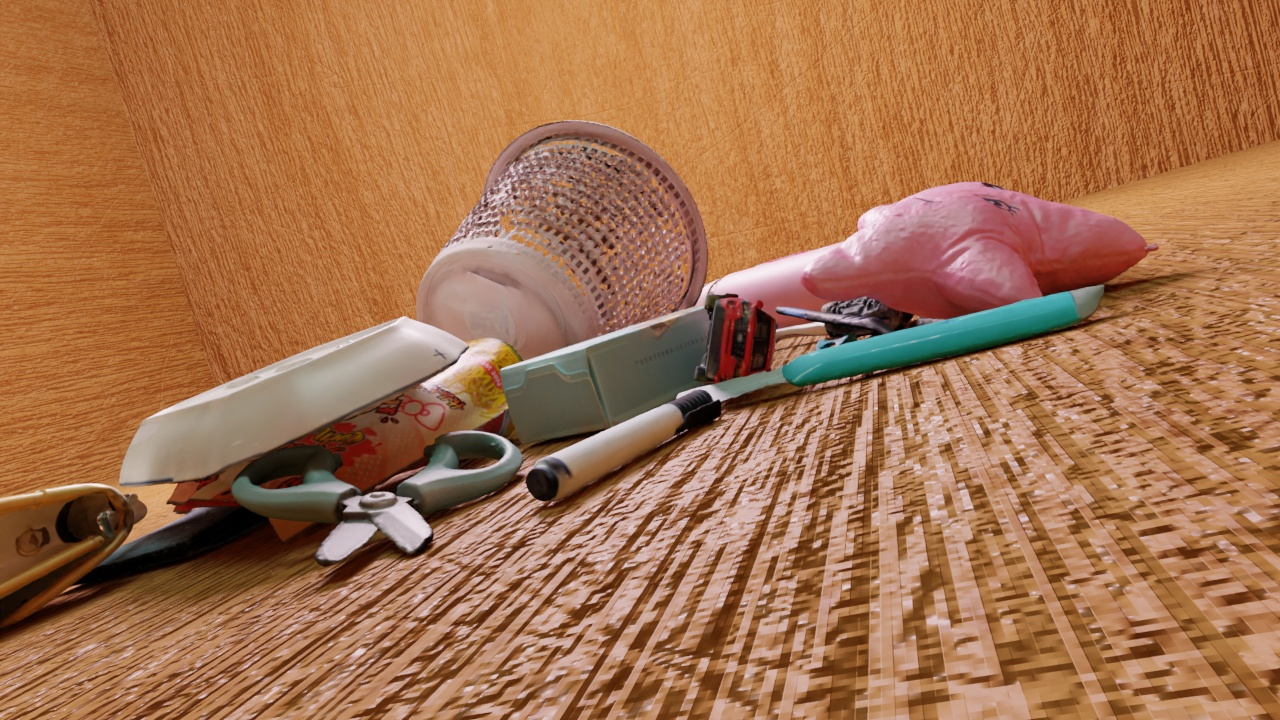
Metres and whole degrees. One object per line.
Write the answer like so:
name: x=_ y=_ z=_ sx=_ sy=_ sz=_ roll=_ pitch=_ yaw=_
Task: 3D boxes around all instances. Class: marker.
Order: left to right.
marker: x=-0.002 y=0.034 z=0.402 sx=0.023 sy=0.018 sz=0.130 roll=-3 pitch=10 yaw=33

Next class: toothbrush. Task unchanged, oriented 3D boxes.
toothbrush: x=0.103 y=-0.015 z=0.710 sx=0.188 sy=0.017 sz=0.016 roll=-10 pitch=5 yaw=44
toothbrush: x=0.124 y=-0.024 z=0.532 sx=0.014 sy=0.016 sz=0.189 roll=-3 pitch=9 yaw=-18

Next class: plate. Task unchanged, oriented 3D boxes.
plate: x=-0.212 y=0.021 z=0.538 sx=0.161 sy=0.034 sz=0.266 roll=-30 pitch=13 yaw=-40

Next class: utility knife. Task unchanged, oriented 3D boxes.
utility knife: x=0.115 y=-0.003 z=0.446 sx=0.209 sy=0.013 sz=0.029 roll=-14 pitch=31 yaw=19

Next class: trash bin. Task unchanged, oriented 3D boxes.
trash bin: x=-0.077 y=-0.064 z=0.776 sx=0.228 sy=0.227 sz=0.191 roll=-14 pitch=24 yaw=31

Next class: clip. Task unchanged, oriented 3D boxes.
clip: x=0.111 y=-0.005 z=0.526 sx=0.048 sy=0.014 sz=0.057 roll=-13 pitch=3 yaw=18

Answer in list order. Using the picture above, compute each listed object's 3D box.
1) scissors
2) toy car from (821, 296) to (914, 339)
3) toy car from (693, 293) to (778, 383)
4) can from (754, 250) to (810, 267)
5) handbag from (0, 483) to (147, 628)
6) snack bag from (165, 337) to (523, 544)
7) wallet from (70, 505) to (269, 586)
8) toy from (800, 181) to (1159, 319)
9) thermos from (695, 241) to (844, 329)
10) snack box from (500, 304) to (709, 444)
scissors: x=-0.132 y=0.060 z=0.412 sx=0.169 sy=0.019 sz=0.177 roll=0 pitch=11 yaw=5
toy car: x=0.158 y=-0.035 z=0.605 sx=0.049 sy=0.031 sz=0.105 roll=-9 pitch=11 yaw=37
toy car: x=0.056 y=-0.011 z=0.533 sx=0.045 sy=0.053 sz=0.120 roll=7 pitch=3 yaw=8
can: x=0.158 y=-0.075 z=0.937 sx=0.093 sy=0.066 sz=0.067 roll=-20 pitch=5 yaw=-40
handbag: x=-0.347 y=0.108 z=0.503 sx=0.164 sy=0.063 sz=0.178 roll=-15 pitch=0 yaw=29
snack bag: x=-0.164 y=0.049 z=0.561 sx=0.129 sy=0.073 sz=0.207 roll=2 pitch=19 yaw=39
wallet: x=-0.272 y=0.104 z=0.562 sx=0.097 sy=0.019 sz=0.120 roll=-17 pitch=5 yaw=16
toy: x=0.202 y=-0.067 z=0.539 sx=0.179 sy=0.075 sz=0.194 roll=6 pitch=23 yaw=29
thermos: x=0.127 y=-0.059 z=0.833 sx=0.087 sy=0.067 sz=0.199 roll=-27 pitch=9 yaw=-37
snack box: x=-0.004 y=0.003 z=0.597 sx=0.074 sy=0.051 sz=0.174 roll=-13 pitch=5 yaw=38
